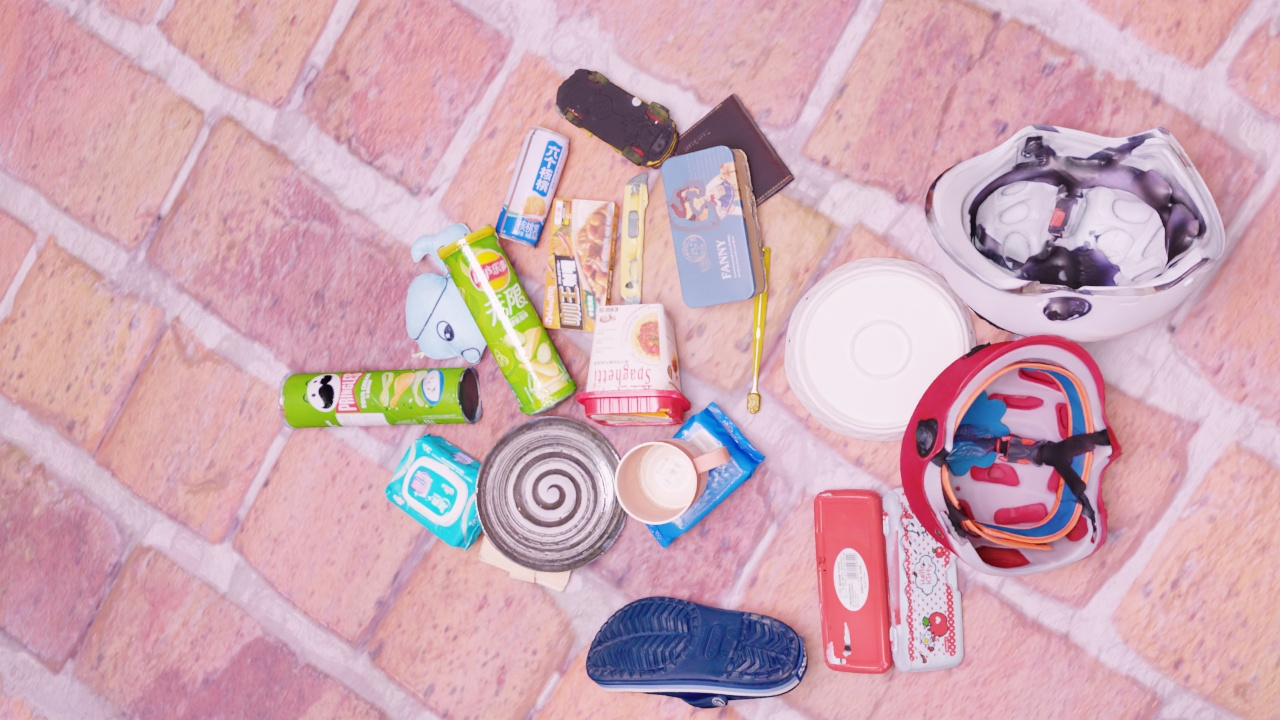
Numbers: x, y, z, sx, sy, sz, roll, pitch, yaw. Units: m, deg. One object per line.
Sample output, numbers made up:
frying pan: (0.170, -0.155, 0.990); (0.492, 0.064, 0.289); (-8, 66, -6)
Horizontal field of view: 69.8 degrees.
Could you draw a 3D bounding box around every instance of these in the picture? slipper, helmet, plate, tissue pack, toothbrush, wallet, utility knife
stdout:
slipper: (0.065, 0.330, 1.021); (0.253, 0.104, 0.095); (-7, 130, 25)
helmet: (0.414, -0.108, 0.904); (0.259, 0.146, 0.228); (-6, 53, 12)
plate: (-0.101, 0.155, 1.060); (0.179, 0.024, 0.179); (2, 79, -13)
plate: (0.260, -0.012, 0.999); (0.205, 0.045, 0.205); (0, 91, 12)
tissue pack: (0.056, 0.130, 1.038); (0.157, 0.052, 0.095); (-44, 80, 8)
toothbrush: (0.134, -0.034, 1.039); (0.016, 0.016, 0.190); (4, 91, 11)
wallet: (0.102, -0.226, 1.044); (0.096, 0.020, 0.122); (-35, 82, 13)
helmet: (0.352, 0.085, 0.920); (0.206, 0.144, 0.240); (0, 99, -16)
utility knife: (-0.007, -0.136, 1.072); (0.031, 0.018, 0.167); (2, 95, 18)
tissue pack: (-0.230, 0.155, 1.091); (0.133, 0.050, 0.093); (29, 97, 19)
wallet: (-0.132, 0.222, 1.093); (0.115, 0.024, 0.087); (17, 95, 10)

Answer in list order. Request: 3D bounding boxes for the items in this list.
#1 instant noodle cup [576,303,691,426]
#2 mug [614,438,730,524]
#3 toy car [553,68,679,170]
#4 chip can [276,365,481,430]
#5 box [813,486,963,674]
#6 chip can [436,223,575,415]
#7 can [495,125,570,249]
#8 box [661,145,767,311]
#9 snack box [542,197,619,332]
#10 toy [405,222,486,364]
instant noodle cup: (-0.006, 0.006, 1.026); (0.116, 0.116, 0.124); (-3, 78, 12)
mug: (0.039, 0.117, 0.960); (0.115, 0.105, 0.081); (-24, 84, 11)
toy car: (-0.027, -0.281, 1.059); (0.156, 0.041, 0.071); (34, 96, 14)
chip can: (-0.312, 0.046, 1.105); (0.236, 0.072, 0.072); (-2, 90, 11)
box: (0.269, 0.238, 0.997); (0.161, 0.059, 0.201); (-4, 90, 8)
chip can: (-0.151, -0.043, 1.053); (0.073, 0.072, 0.221); (-27, 96, 10)
can: (-0.126, -0.202, 1.074); (0.053, 0.053, 0.134); (20, 94, 11)
box: (0.083, -0.140, 1.015); (0.090, 0.062, 0.184); (-11, 90, 26)
snack box: (-0.070, -0.111, 1.077); (0.075, 0.026, 0.153); (6, 91, 12)
toy: (-0.230, -0.074, 1.098); (0.161, 0.050, 0.156); (44, 91, 7)
